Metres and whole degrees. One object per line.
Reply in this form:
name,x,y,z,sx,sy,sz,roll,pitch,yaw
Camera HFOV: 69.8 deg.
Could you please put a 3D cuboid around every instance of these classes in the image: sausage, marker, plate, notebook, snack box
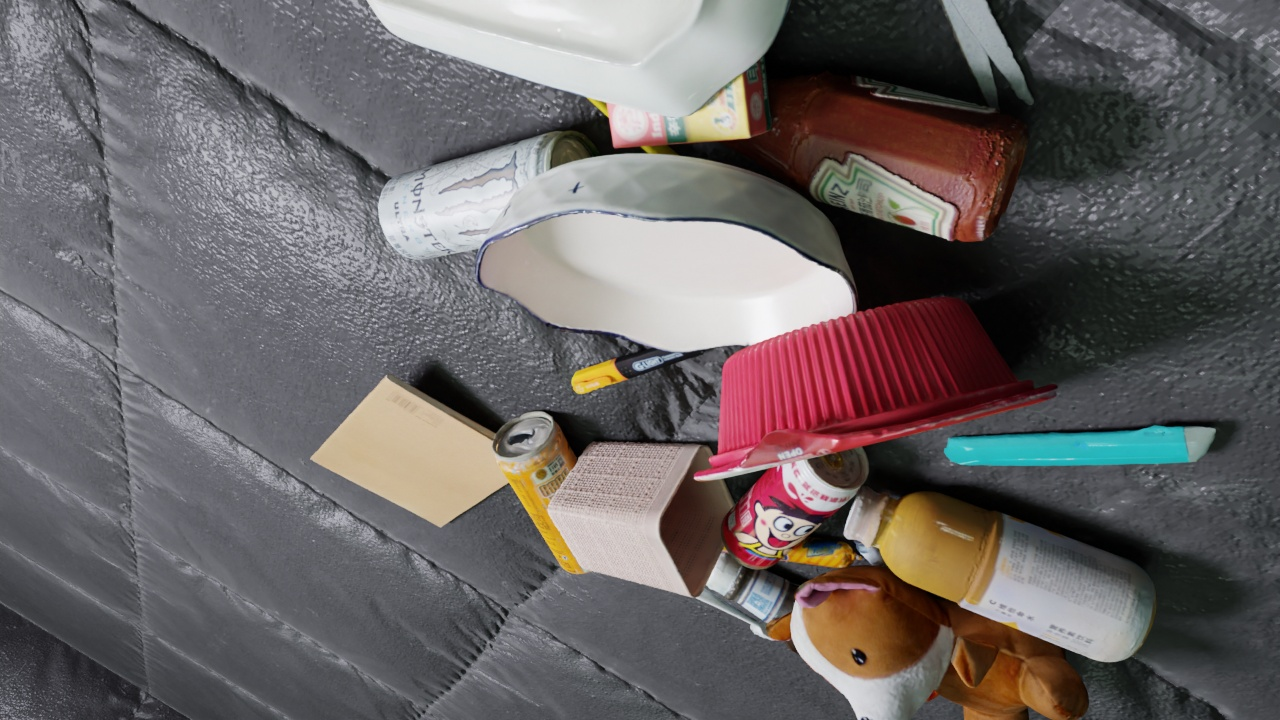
sausage,0.096,0.147,0.735,0.165,0.021,0.021,1,132,30
marker,0.207,0.174,0.699,0.023,0.018,0.130,-33,111,25
plate,-0.055,-0.203,0.406,0.266,0.034,0.162,24,125,23
plate,0.014,-0.053,0.499,0.205,0.045,0.205,7,166,2
notebook,-0.205,0.091,0.844,0.149,0.012,0.212,32,141,-19
snack box,0.013,-0.178,0.414,0.077,0.026,0.156,5,116,34
marker,-0.004,0.004,0.654,0.124,0.015,0.018,-18,125,40

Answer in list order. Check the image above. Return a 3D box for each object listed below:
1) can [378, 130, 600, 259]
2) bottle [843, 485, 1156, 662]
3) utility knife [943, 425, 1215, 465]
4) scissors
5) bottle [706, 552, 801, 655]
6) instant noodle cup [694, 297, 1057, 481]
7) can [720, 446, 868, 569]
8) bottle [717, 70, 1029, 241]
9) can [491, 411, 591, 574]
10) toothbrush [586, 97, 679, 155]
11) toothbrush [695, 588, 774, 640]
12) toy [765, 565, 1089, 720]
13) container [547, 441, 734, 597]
can,-0.094,-0.100,0.569,0.147,0.058,0.058,-5,129,35
bottle,0.230,0.133,0.603,0.189,0.067,0.068,20,139,12
utility knife,0.257,0.051,0.548,0.152,0.012,0.029,-6,125,38
scissors,0.119,-0.176,0.400,0.125,0.012,0.174,9,136,21
bottle,0.145,0.217,0.761,0.195,0.043,0.080,29,140,4
instant noodle cup,0.116,0.014,0.496,0.194,0.193,0.066,-20,81,42
can,0.107,0.100,0.654,0.053,0.053,0.133,31,140,0
bottle,0.079,-0.113,0.452,0.206,0.059,0.060,21,139,21
can,-0.069,0.113,0.772,0.058,0.058,0.146,0,131,31
toothbrush,0.000,-0.131,0.514,0.190,0.015,0.017,39,133,-10
toothbrush,0.057,0.204,0.788,0.180,0.016,0.016,35,149,-30
toy,0.193,0.209,0.648,0.199,0.130,0.140,21,142,5
container,0.000,0.118,0.715,0.111,0.089,0.090,2,132,34
